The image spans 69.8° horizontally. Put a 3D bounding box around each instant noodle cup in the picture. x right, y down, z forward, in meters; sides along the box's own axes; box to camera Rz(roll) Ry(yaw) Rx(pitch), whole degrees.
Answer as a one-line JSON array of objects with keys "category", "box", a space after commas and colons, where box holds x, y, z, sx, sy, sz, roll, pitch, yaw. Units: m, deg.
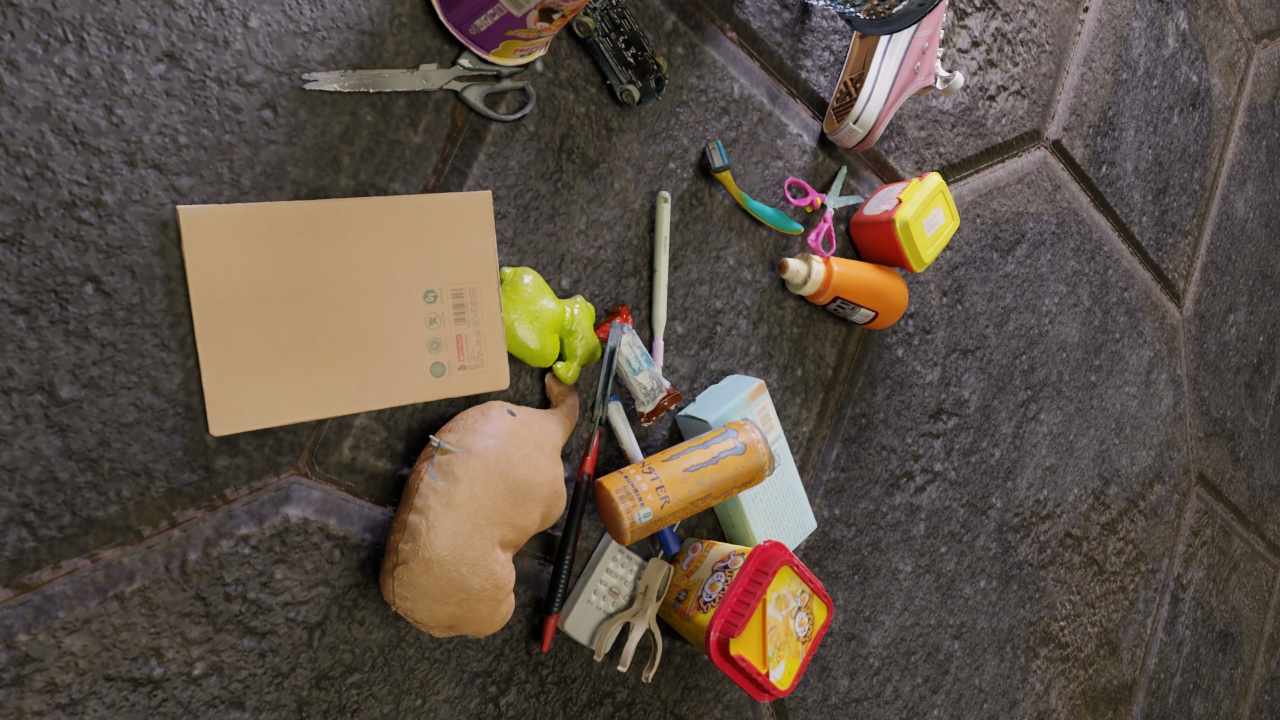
[{"category": "instant noodle cup", "box": [-0.079, -0.278, 0.641, 0.111, 0.099, 0.111, 6, 80, -38]}, {"category": "instant noodle cup", "box": [0.083, 0.217, 0.807, 0.116, 0.124, 0.116, 47, 67, -30]}]

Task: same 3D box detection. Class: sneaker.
[{"category": "sneaker", "box": [0.265, -0.309, 0.910, 0.088, 0.118, 0.241, 25, 84, -19]}]

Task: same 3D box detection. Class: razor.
[{"category": "razor", "box": [0.107, -0.151, 0.850, 0.028, 0.043, 0.132, -40, 130, 23]}]

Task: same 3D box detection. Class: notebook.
[{"category": "notebook", "box": [-0.192, -0.037, 0.626, 0.207, 0.008, 0.148, -9, 100, -29]}]

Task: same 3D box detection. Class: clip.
[{"category": "clip", "box": [-0.006, 0.220, 0.767, 0.094, 0.035, 0.102, 3, 98, -55]}]

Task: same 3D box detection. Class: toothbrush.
[{"category": "toothbrush", "box": [0.018, -0.051, 0.796, 0.029, 0.020, 0.189, 1, 95, -13]}]

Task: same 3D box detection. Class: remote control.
[{"category": "remote control", "box": [-0.015, 0.176, 0.793, 0.058, 0.021, 0.149, 42, 70, -33]}]

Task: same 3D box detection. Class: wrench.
[{"category": "wrench", "box": [-0.048, 0.103, 0.731, 0.016, 0.056, 0.273, 13, 95, -1]}]

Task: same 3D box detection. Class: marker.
[{"category": "marker", "box": [0.000, 0.097, 0.780, 0.016, 0.017, 0.146, -26, 97, -33]}]

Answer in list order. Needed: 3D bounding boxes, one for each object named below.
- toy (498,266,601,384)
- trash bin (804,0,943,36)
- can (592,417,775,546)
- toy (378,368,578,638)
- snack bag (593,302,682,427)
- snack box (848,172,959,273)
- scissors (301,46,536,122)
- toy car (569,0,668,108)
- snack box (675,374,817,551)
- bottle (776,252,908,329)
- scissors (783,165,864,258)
[{"category": "toy", "box": [-0.075, -0.027, 0.715, 0.100, 0.031, 0.096, -8, 86, -37]}, {"category": "trash bin", "box": [0.139, -0.393, 0.753, 0.194, 0.227, 0.226, -5, 97, -25]}, {"category": "can", "box": [0.036, 0.098, 0.753, 0.145, 0.058, 0.058, -21, 107, -21]}, {"category": "toy", "box": [-0.108, 0.094, 0.680, 0.225, 0.083, 0.143, -63, 145, -17]}, {"category": "snack bag", "box": [-0.005, 0.004, 0.770, 0.045, 0.026, 0.105, -38, 107, -20]}, {"category": "snack box", "box": [0.268, -0.142, 0.943, 0.091, 0.080, 0.082, -46, 120, -25]}, {"category": "scissors", "box": [-0.154, -0.211, 0.655, 0.175, 0.014, 0.132, 26, 77, -33]}, {"category": "toy car", "box": [-0.018, -0.252, 0.741, 0.048, 0.031, 0.105, -50, 120, -22]}, {"category": "snack box", "box": [0.101, 0.105, 0.856, 0.074, 0.052, 0.175, -35, 113, -28]}, {"category": "bottle", "box": [0.196, -0.075, 0.909, 0.149, 0.067, 0.066, 13, 86, -30]}, {"category": "scissors", "box": [0.188, -0.147, 0.903, 0.135, 0.017, 0.108, -13, 83, -44]}]
